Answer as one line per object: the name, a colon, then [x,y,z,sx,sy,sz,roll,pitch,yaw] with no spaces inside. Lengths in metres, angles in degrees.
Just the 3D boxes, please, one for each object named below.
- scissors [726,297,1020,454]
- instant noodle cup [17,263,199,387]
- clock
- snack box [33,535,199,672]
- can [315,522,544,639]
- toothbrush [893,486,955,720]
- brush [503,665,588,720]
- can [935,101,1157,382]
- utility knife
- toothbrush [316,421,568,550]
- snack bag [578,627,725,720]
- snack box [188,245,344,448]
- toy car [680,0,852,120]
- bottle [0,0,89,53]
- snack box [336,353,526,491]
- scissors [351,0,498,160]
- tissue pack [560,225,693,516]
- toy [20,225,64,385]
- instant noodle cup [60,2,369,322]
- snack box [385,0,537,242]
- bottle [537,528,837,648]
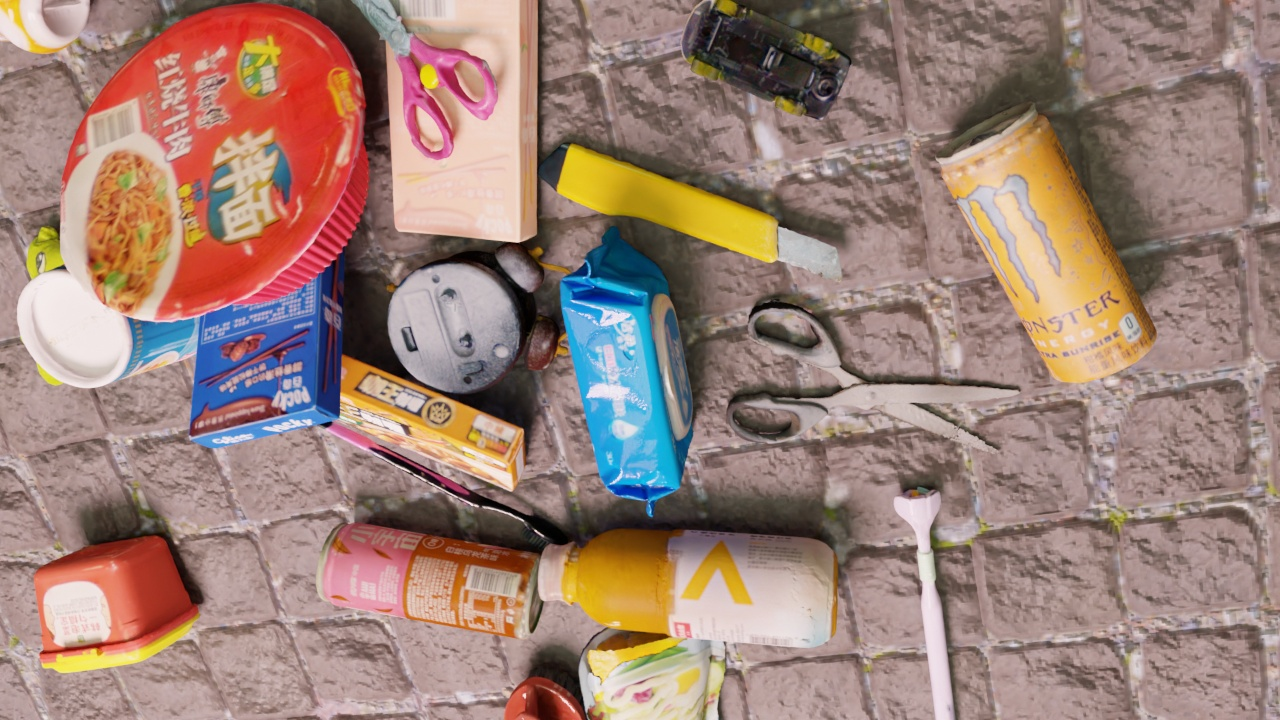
scissors: [0.133,0.020,0.563,0.171,0.014,0.159,-33,103,16]
instant noodle cup: [-0.314,-0.034,0.568,0.099,0.109,0.099,3,109,9]
clock: [-0.095,-0.028,0.561,0.122,0.055,0.082,-11,106,12]
snack box: [-0.386,0.175,0.668,0.091,0.082,0.080,-11,96,12]
can: [-0.141,0.149,0.627,0.147,0.057,0.058,8,109,7]
toothbrush: [0.190,0.170,0.599,0.029,0.021,0.189,-9,108,11]
brush: [-0.059,0.291,0.655,0.063,0.069,0.146,-10,106,11]
can: [0.219,-0.061,0.494,0.058,0.058,0.146,-30,101,17]
utility knife: [0.029,-0.086,0.539,0.193,0.015,0.033,21,111,6]
toothbrush: [-0.134,0.084,0.618,0.189,0.014,0.018,28,119,-8]
snack bag: [0.015,0.268,0.637,0.110,0.039,0.191,-14,108,-27]
snack box: [-0.220,-0.031,0.548,0.085,0.026,0.157,-13,65,14]
toy car: [0.066,-0.164,0.498,0.090,0.035,0.042,24,109,2]
bottle: [-0.388,-0.224,0.542,0.108,0.063,0.063,17,110,4]
snack box: [-0.147,0.036,0.583,0.154,0.075,0.026,22,68,3]
scissors: [-0.139,-0.172,0.515,0.137,0.017,0.077,45,124,5]
tissue pack: [-0.003,0.003,0.536,0.052,0.094,0.157,-9,105,11]
toy: [-0.390,-0.034,0.619,0.100,0.031,0.096,-38,82,30]
instant noodle cup: [-0.229,-0.104,0.522,0.194,0.066,0.193,-4,72,14]
snack box: [-0.103,-0.150,0.531,0.084,0.026,0.157,8,110,16]
bottle: [0.030,0.143,0.590,0.190,0.067,0.068,2,109,9]
